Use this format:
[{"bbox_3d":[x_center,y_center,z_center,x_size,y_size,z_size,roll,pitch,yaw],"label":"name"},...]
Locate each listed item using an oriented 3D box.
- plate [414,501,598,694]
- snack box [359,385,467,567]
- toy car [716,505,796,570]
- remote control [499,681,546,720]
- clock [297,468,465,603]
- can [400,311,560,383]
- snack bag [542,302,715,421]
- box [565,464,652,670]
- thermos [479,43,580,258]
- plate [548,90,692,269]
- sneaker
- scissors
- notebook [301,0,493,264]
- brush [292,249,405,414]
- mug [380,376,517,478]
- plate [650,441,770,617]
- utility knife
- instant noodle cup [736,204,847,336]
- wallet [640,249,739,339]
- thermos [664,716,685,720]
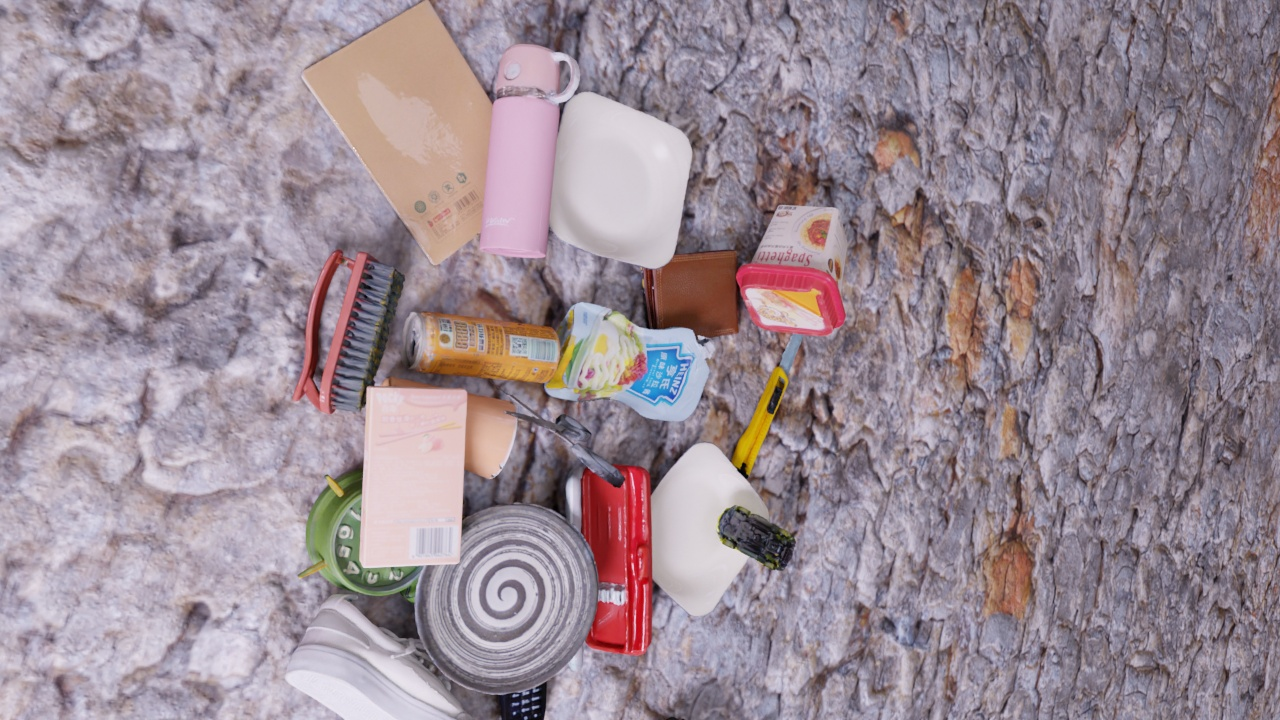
[{"bbox_3d":[-0.125,0.223,0.870,0.179,0.024,0.179,0,90,-23],"label":"plate"},{"bbox_3d":[-0.200,0.101,0.808,0.084,0.026,0.157,3,90,-22],"label":"snack box"},{"bbox_3d":[0.130,0.204,1.058,0.105,0.032,0.048,30,76,-19],"label":"toy car"},{"bbox_3d":[-0.122,0.319,0.947,0.053,0.024,0.136,0,91,-31],"label":"remote control"},{"bbox_3d":[-0.228,0.164,0.852,0.161,0.056,0.116,17,84,-33],"label":"clock"},{"bbox_3d":[-0.153,-0.012,0.889,0.145,0.058,0.058,6,89,-33],"label":"can"},{"bbox_3d":[-0.006,0.006,0.987,0.190,0.039,0.110,14,100,-31],"label":"snack bag"},{"bbox_3d":[-0.045,0.211,0.944,0.100,0.095,0.201,-7,97,-68],"label":"box"},{"bbox_3d":[-0.105,-0.201,0.886,0.067,0.087,0.198,9,88,-65],"label":"thermos"},{"bbox_3d":[-0.027,-0.186,0.972,0.163,0.034,0.164,14,83,-31],"label":"plate"},{"bbox_3d":[-0.221,0.301,0.855,0.242,0.090,0.090,53,33,-36],"label":"sneaker"},{"bbox_3d":[-0.082,0.069,0.895,0.159,0.181,0.014,41,96,15],"label":"scissors"},{"bbox_3d":[-0.201,-0.217,0.878,0.147,0.008,0.208,-42,113,-24],"label":"notebook"},{"bbox_3d":[-0.264,-0.024,0.821,0.069,0.063,0.145,15,86,-2],"label":"brush"},{"bbox_3d":[-0.188,0.060,0.865,0.122,0.078,0.078,18,83,-27],"label":"mug"},{"bbox_3d":[0.063,0.190,1.052,0.164,0.034,0.163,-50,116,-20],"label":"plate"},{"bbox_3d":[0.158,0.047,1.116,0.033,0.015,0.223,33,75,-32],"label":"utility knife"},{"bbox_3d":[0.185,-0.108,1.064,0.117,0.116,0.124,56,48,-53],"label":"instant noodle cup"},{"bbox_3d":[0.060,-0.072,1.040,0.124,0.032,0.101,-9,100,-31],"label":"wallet"},{"bbox_3d":[0.010,0.460,1.006,0.143,0.093,0.093,-22,104,-21],"label":"thermos"}]
